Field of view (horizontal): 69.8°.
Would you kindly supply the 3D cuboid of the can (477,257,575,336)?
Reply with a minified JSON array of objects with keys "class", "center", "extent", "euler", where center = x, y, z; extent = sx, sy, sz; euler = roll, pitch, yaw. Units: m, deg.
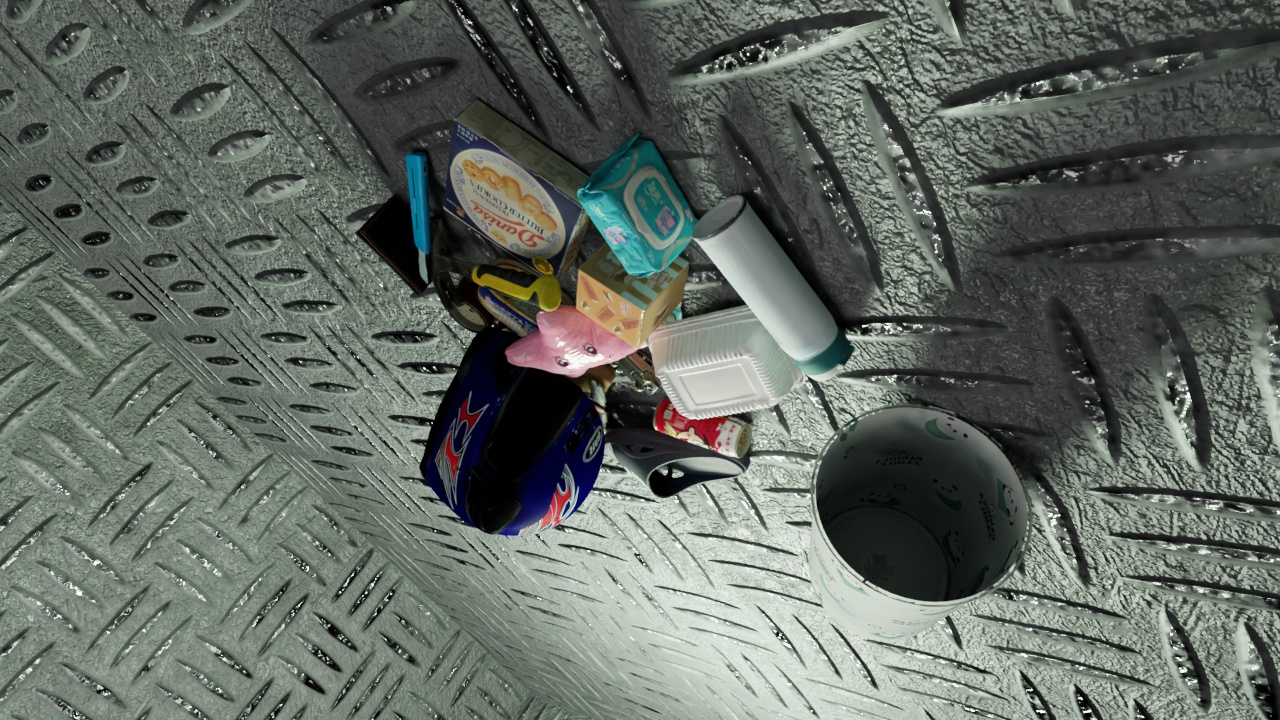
[{"class":"can","center":[-0.155,-0.080,1.263],"extent":[0.148,0.074,0.049],"euler":[35,148,4]}]

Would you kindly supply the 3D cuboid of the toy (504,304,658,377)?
[{"class":"toy","center":[-0.088,-0.030,1.180],"extent":[0.195,0.074,0.178],"euler":[-21,151,22]}]

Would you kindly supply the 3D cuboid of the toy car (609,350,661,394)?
[{"class":"toy car","center":[-0.008,0.007,1.277],"extent":[0.090,0.035,0.042],"euler":[42,149,0]}]

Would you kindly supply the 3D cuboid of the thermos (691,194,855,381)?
[{"class":"thermos","center":[0.145,-0.070,0.979],"extent":[0.073,0.073,0.224],"euler":[-10,128,51]}]

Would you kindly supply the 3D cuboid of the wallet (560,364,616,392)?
[{"class":"wallet","center":[-0.094,0.007,1.370],"extent":[0.115,0.033,0.090],"euler":[34,153,0]}]

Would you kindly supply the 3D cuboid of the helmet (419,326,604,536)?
[{"class":"helmet","center":[-0.170,0.119,1.348],"extent":[0.240,0.246,0.316],"euler":[25,133,0]}]

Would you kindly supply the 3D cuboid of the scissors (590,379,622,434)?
[{"class":"scissors","center":[-0.075,0.070,1.411],"extent":[0.143,0.021,0.235],"euler":[22,158,32]}]

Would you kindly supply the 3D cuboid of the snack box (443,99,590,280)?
[{"class":"snack box","center":[-0.148,-0.198,1.114],"extent":[0.178,0.045,0.183],"euler":[35,150,2]}]

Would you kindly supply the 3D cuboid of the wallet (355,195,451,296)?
[{"class":"wallet","center":[-0.333,-0.163,1.302],"extent":[0.020,0.096,0.122],"euler":[-21,119,41]}]

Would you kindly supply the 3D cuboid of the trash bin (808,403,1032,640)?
[{"class":"trash bin","center":[0.303,0.210,1.079],"extent":[0.230,0.229,0.252],"euler":[25,154,17]}]

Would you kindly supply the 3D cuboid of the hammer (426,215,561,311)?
[{"class":"hammer","center":[-0.198,-0.107,1.185],"extent":[0.324,0.031,0.126],"euler":[21,122,50]}]

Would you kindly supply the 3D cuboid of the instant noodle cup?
[{"class":"instant noodle cup","center":[0.097,0.012,1.100],"extent":[0.174,0.060,0.138],"euler":[-11,129,29]}]

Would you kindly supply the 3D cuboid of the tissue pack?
[{"class":"tissue pack","center":[-0.001,-0.162,0.968],"extent":[0.050,0.093,0.133],"euler":[5,139,48]}]

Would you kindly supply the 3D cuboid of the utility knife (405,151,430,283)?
[{"class":"utility knife","center":[-0.297,-0.190,1.241],"extent":[0.034,0.018,0.195],"euler":[28,131,30]}]

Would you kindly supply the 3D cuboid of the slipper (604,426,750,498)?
[{"class":"slipper","center":[0.038,0.159,1.382],"extent":[0.269,0.083,0.110],"euler":[0,149,41]}]

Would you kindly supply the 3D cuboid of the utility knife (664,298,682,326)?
[{"class":"utility knife","center":[0.040,-0.048,1.170],"extent":[0.029,0.013,0.224],"euler":[28,149,17]}]

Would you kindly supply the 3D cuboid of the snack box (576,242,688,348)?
[{"class":"snack box","center":[-0.011,-0.086,1.074],"extent":[0.094,0.092,0.077],"euler":[33,148,16]}]

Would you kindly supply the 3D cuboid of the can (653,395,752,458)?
[{"class":"can","center":[0.087,0.093,1.284],"extent":[0.133,0.053,0.053],"euler":[18,146,28]}]

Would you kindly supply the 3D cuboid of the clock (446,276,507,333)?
[{"class":"clock","center":[-0.234,-0.083,1.357],"extent":[0.122,0.055,0.082],"euler":[7,140,38]}]
